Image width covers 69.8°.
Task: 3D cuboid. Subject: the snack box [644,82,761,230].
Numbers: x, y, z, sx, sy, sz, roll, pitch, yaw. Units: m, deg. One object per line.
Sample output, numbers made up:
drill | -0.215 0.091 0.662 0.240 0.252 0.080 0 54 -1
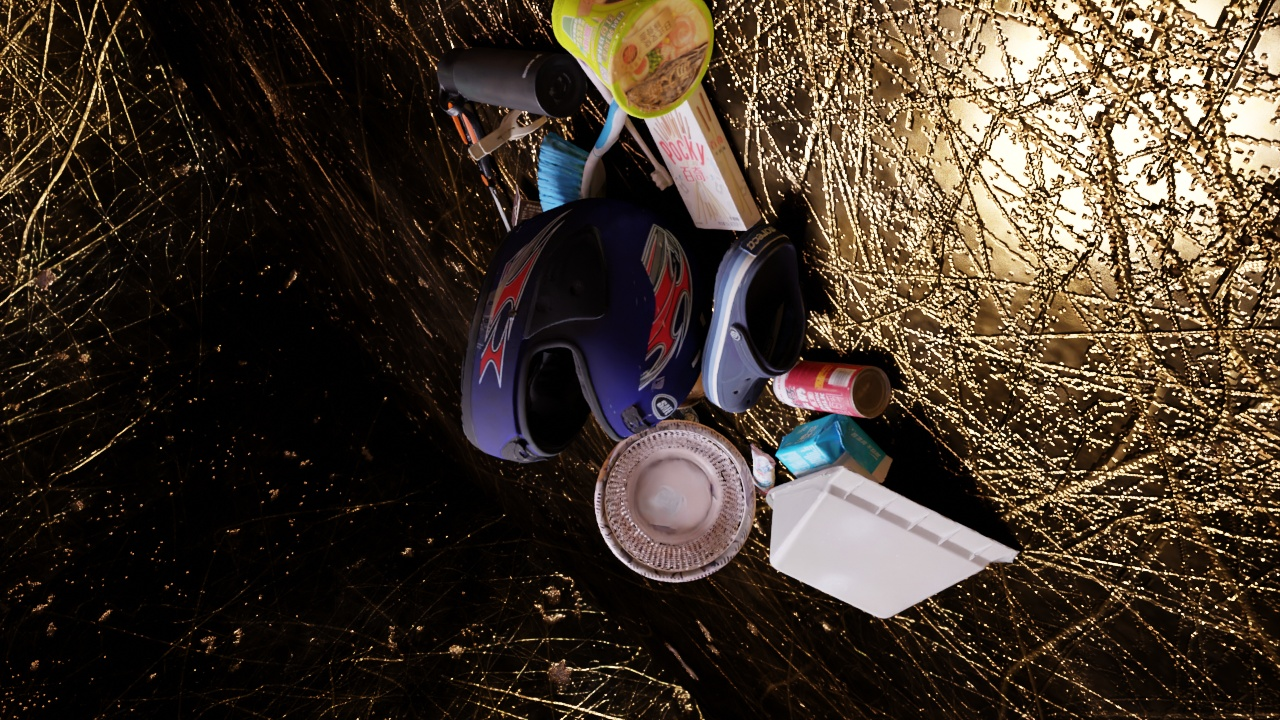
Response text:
snack box | 0.058 -0.203 0.919 0.085 0.026 0.157 16 142 55

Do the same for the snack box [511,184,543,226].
snack box | -0.167 -0.169 1.327 0.053 0.125 0.113 10 160 -8

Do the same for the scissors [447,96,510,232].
scissors | -0.231 -0.287 1.352 0.139 0.021 0.235 51 163 25

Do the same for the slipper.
slipper | 0.130 -0.033 0.957 0.095 0.105 0.253 41 151 28

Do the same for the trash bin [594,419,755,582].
trash bin | 0.051 0.207 1.381 0.227 0.227 0.192 47 177 6

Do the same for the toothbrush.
toothbrush | -0.022 -0.261 0.990 0.180 0.016 0.016 54 156 -12

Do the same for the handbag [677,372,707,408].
handbag | -0.007 0.007 1.247 0.205 0.099 0.147 10 159 46

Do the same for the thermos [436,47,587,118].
thermos | -0.162 -0.320 1.075 0.068 0.090 0.243 26 179 -42

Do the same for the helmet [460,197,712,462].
helmet | -0.045 -0.026 1.039 0.241 0.315 0.247 10 167 21

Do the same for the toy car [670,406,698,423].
toy car | 0.051 0.061 1.365 0.105 0.031 0.049 52 161 -9

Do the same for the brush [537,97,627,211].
brush | -0.064 -0.234 1.042 0.109 0.060 0.315 28 161 8

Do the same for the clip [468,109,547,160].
clip | -0.162 -0.281 1.119 0.035 0.100 0.074 58 159 -17

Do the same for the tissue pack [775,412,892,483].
tissue pack | 0.223 0.111 1.066 0.090 0.063 0.140 45 160 -1

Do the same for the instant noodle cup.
instant noodle cup | -0.016 -0.293 0.817 0.123 0.111 0.112 44 159 36

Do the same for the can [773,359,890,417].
can | 0.202 0.028 0.983 0.053 0.053 0.133 57 158 -19

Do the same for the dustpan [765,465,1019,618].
dustpan | 0.262 0.188 1.077 0.222 0.142 0.259 26 133 -7

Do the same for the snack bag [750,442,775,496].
snack bag | 0.173 0.156 1.290 0.045 0.026 0.105 40 155 32
